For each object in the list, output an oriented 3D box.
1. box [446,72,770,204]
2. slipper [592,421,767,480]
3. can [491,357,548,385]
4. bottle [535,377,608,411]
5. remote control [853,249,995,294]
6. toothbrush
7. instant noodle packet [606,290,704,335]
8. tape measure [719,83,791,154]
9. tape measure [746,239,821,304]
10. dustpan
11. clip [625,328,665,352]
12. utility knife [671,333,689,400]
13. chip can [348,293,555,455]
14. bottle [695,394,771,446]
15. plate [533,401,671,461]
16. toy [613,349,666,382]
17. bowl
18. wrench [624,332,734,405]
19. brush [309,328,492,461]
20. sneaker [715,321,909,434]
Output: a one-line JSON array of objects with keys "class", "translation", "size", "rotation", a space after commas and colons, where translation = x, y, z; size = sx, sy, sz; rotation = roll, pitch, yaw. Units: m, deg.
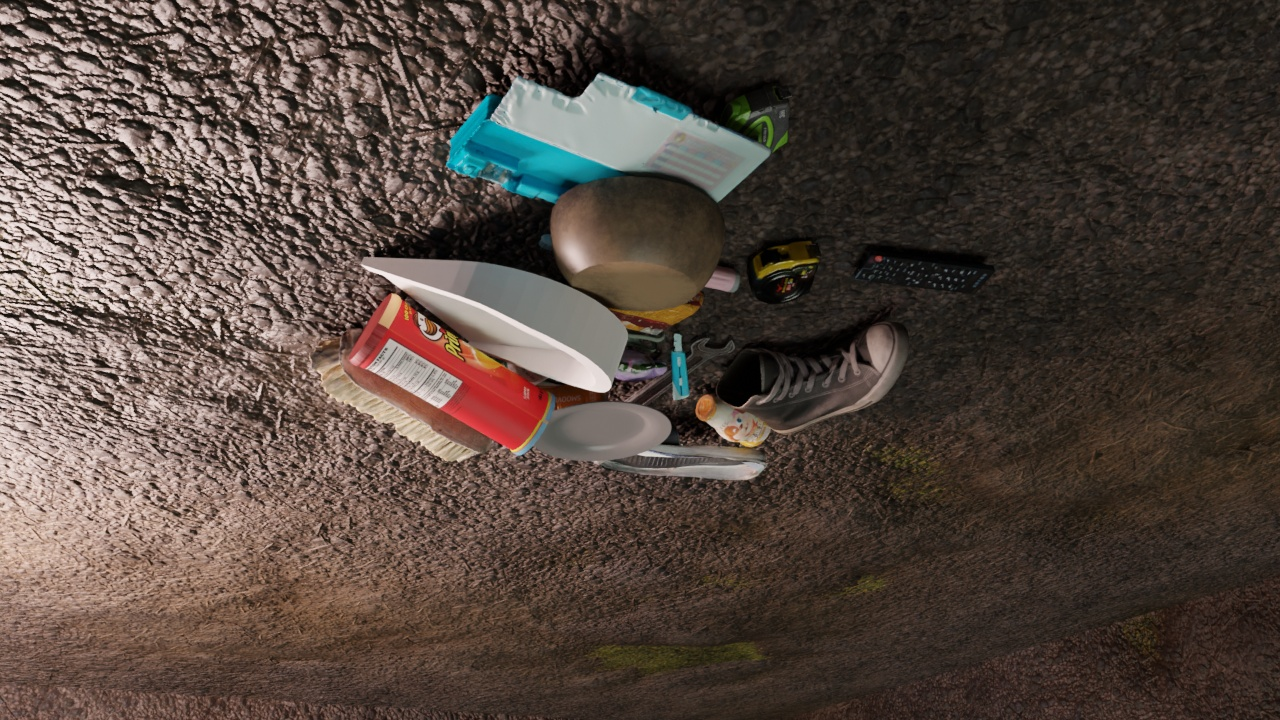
[{"class": "box", "translation": [-0.028, -0.176, 0.786], "size": [0.226, 0.039, 0.182], "rotation": [16, 156, -29]}, {"class": "slipper", "translation": [0.045, 0.121, 1.281], "size": [0.264, 0.063, 0.111], "rotation": [7, 155, -5]}, {"class": "can", "translation": [-0.137, 0.006, 1.083], "size": [0.102, 0.054, 0.055], "rotation": [-28, 142, 32]}, {"class": "bottle", "translation": [-0.123, 0.046, 1.145], "size": [0.167, 0.059, 0.059], "rotation": [-5, 148, 0]}, {"class": "remote control", "translation": [0.311, -0.101, 1.010], "size": [0.150, 0.022, 0.047], "rotation": [5, 147, -13]}, {"class": "toothbrush", "translation": [0.001, -0.103, 0.956], "size": [0.222, 0.027, 0.027], "rotation": [10, 149, -21]}, {"class": "instant noodle packet", "translation": [-0.008, -0.063, 0.990], "size": [0.135, 0.039, 0.099], "rotation": [11, 164, -26]}, {"class": "tape measure", "translation": [0.098, -0.206, 0.796], "size": [0.058, 0.035, 0.066], "rotation": [-13, 149, -3]}, {"class": "tape measure", "translation": [0.151, -0.093, 0.979], "size": [0.072, 0.042, 0.072], "rotation": [-7, 149, -6]}, {"class": "dustpan", "translation": [-0.138, -0.028, 0.930], "size": [0.258, 0.053, 0.191], "rotation": [6, 157, 33]}, {"class": "clip", "translation": [-0.010, -0.030, 1.076], "size": [0.075, 0.023, 0.037], "rotation": [10, 147, -20]}, {"class": "utility knife", "translation": [0.046, 0.007, 1.131], "size": [0.022, 0.015, 0.141], "rotation": [-10, 145, 1]}, {"class": "chip can", "translation": [-0.204, 0.018, 1.009], "size": [0.213, 0.086, 0.087], "rotation": [33, 134, -21]}, {"class": "bottle", "translation": [0.124, 0.076, 1.226], "size": [0.109, 0.063, 0.063], "rotation": [20, 140, -35]}, {"class": "plate", "translation": [-0.050, 0.087, 1.154], "size": [0.178, 0.012, 0.179], "rotation": [-4, 152, -2]}, {"class": "toy", "translation": [-0.007, 0.006, 1.103], "size": [0.080, 0.036, 0.100], "rotation": [2, 173, -2]}, {"class": "bowl", "translation": [-0.004, -0.099, 0.847], "size": [0.162, 0.070, 0.162], "rotation": [3, 162, 1]}, {"class": "wrench", "translation": [0.022, 0.035, 1.195], "size": [0.070, 0.010, 0.274], "rotation": [18, 142, -32]}, {"class": "brush", "translation": [-0.274, 0.046, 1.101], "size": [0.057, 0.083, 0.271], "rotation": [-20, 146, 23]}, {"class": "sneaker", "translation": [0.208, 0.011, 1.115], "size": [0.119, 0.095, 0.235], "rotation": [22, 147, -36]}]
